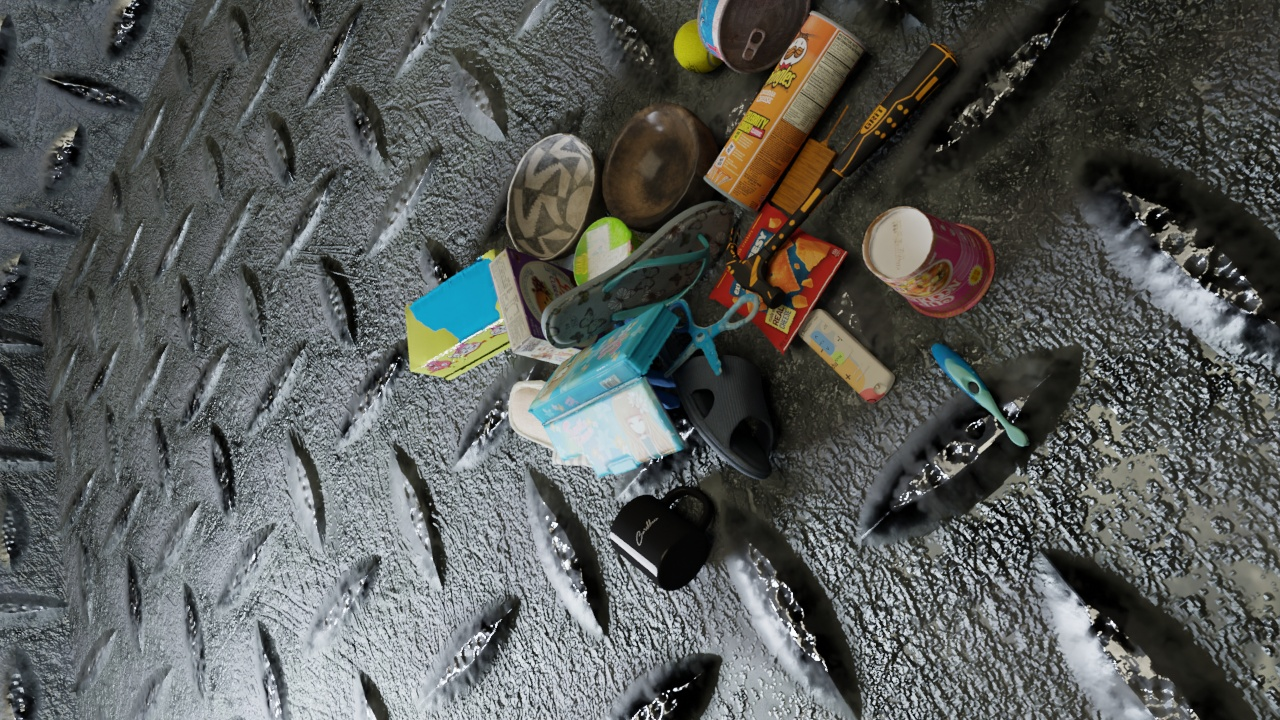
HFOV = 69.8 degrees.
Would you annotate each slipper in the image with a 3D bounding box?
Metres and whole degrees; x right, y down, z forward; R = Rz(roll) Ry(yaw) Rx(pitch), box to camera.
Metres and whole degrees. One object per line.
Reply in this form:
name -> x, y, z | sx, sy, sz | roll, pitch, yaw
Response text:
slipper -> -0.097, 0.079, 1.208 | 0.273, 0.053, 0.114 | 7, 101, 48
slipper -> 0.092, 0.020, 1.032 | 0.083, 0.101, 0.263 | -45, 47, 17
slipper -> 0.011, -0.087, 1.068 | 0.268, 0.098, 0.054 | -34, 50, -9

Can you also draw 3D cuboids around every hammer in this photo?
hammer -> 0.211, -0.203, 0.981 | 0.321, 0.036, 0.123 | -49, 44, 15

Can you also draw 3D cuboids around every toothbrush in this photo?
toothbrush -> 0.320, 0.031, 0.868 | 0.022, 0.017, 0.135 | -50, 49, 23

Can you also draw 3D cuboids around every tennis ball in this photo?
tennis ball -> 0.076, -0.395, 1.154 | 0.066, 0.065, 0.065 | -12, 73, 41

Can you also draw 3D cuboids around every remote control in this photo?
remote control -> 0.216, -0.007, 0.970 | 0.038, 0.018, 0.125 | -54, 52, 20

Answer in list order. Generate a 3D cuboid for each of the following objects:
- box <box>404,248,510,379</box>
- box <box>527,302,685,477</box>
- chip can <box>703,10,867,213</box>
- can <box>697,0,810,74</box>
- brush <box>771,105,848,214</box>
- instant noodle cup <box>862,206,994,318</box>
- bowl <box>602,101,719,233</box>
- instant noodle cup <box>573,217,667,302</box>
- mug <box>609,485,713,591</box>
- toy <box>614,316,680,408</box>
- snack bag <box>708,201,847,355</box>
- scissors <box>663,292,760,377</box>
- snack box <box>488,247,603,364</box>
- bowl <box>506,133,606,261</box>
box -> -0.253, -0.065, 1.377 | 0.222, 0.082, 0.124 | -26, 64, 33
box -> -0.045, 0.042, 1.040 | 0.228, 0.085, 0.169 | -28, 58, 51
chip can -> 0.162, -0.278, 1.039 | 0.215, 0.075, 0.075 | -56, 50, 17
can -> 0.131, -0.402, 1.059 | 0.130, 0.129, 0.044 | -55, 50, 19
brush -> 0.199, -0.223, 1.034 | 0.048, 0.017, 0.126 | 45, 111, 39
instant noodle cup -> 0.270, -0.099, 0.877 | 0.098, 0.108, 0.097 | -11, 74, 41
bowl -> 0.033, -0.235, 1.154 | 0.163, 0.070, 0.162 | -12, 73, 41
instant noodle cup -> -0.012, -0.116, 1.143 | 0.099, 0.107, 0.098 | -12, 72, 40
mug -> 0.033, 0.196, 1.060 | 0.113, 0.078, 0.088 | -49, 47, -11
toy -> -0.007, 0.007, 1.134 | 0.176, 0.071, 0.113 | -125, 40, -54
snack bag -> 0.152, -0.094, 1.032 | 0.144, 0.039, 0.131 | 45, 109, 46
scissors -> 0.069, -0.035, 1.008 | 0.134, 0.011, 0.139 | -48, 42, 9
snack box -> -0.118, -0.064, 1.201 | 0.041, 0.147, 0.143 | -37, 57, 29
bowl -> -0.101, -0.216, 1.266 | 0.179, 0.081, 0.178 | -12, 73, 41
